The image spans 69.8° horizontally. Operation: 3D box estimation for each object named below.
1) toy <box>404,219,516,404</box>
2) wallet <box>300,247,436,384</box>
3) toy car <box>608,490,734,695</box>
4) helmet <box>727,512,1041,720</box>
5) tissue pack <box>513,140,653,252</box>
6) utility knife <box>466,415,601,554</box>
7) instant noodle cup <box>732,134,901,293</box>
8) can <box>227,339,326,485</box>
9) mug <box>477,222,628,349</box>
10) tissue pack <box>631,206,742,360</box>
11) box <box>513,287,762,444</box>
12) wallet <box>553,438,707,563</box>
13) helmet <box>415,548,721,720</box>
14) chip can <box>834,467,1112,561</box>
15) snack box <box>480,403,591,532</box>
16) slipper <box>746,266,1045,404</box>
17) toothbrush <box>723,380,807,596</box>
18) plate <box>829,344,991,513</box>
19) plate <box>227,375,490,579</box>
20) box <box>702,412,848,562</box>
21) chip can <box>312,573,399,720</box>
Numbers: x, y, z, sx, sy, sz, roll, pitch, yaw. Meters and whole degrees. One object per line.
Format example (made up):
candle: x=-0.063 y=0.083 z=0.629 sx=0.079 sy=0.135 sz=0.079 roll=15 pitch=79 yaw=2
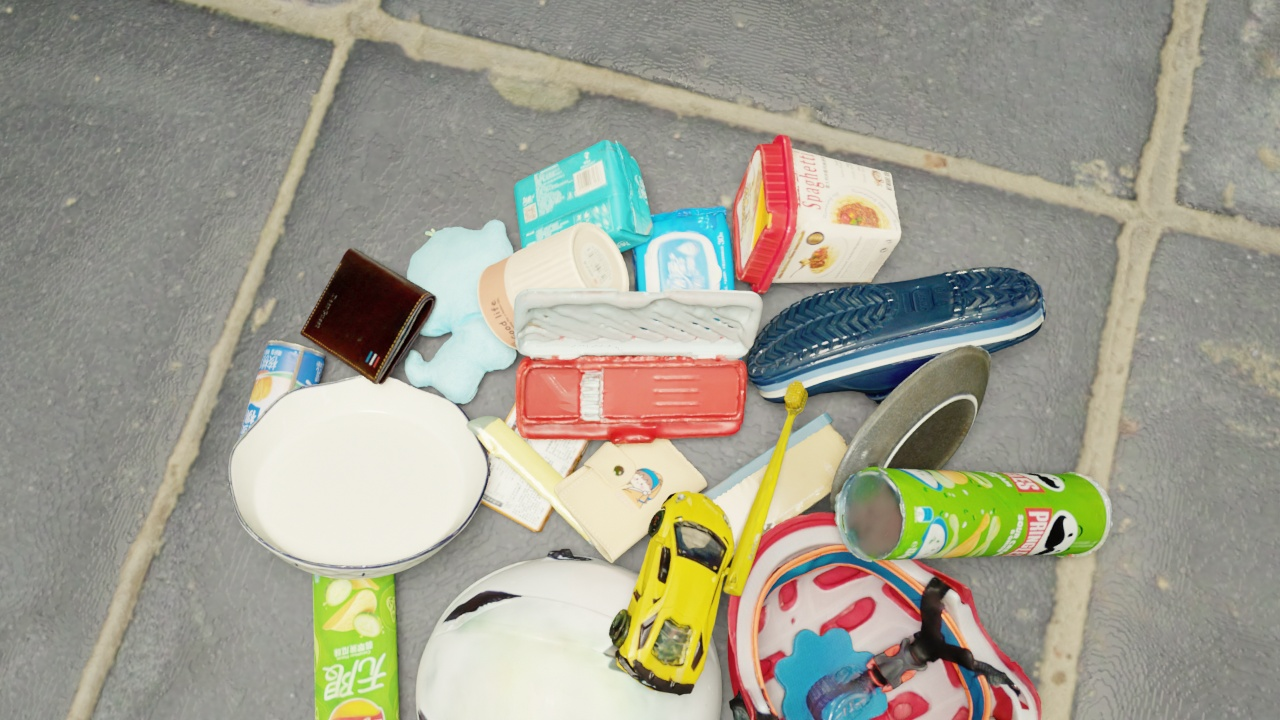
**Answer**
toy: x=-0.169 y=-0.053 z=0.849 sx=0.161 sy=0.050 sz=0.156 roll=-42 pitch=80 yaw=2
wallet: x=-0.252 y=-0.042 z=0.843 sx=0.122 sy=0.020 sz=0.096 roll=28 pitch=84 yaw=31
toy car: x=0.029 y=0.168 z=0.683 sx=0.071 sy=0.041 sz=0.155 roll=29 pitch=60 yaw=-16
helmet: x=0.162 y=0.250 z=0.719 sx=0.206 sy=0.144 sz=0.240 roll=-25 pitch=65 yaw=-21
tissue pack: x=-0.057 y=-0.135 z=0.843 sx=0.134 sy=0.050 sz=0.093 roll=-17 pitch=75 yaw=31
utility knife: x=-0.083 y=0.105 z=0.795 sx=0.167 sy=0.018 sz=0.030 roll=42 pitch=64 yaw=8
instant noodle cup: x=0.156 y=-0.125 z=0.818 sx=0.124 sy=0.117 sz=0.116 roll=4 pitch=60 yaw=-9
can: x=-0.329 y=0.053 z=0.830 sx=0.053 sy=0.053 sz=0.134 roll=11 pitch=78 yaw=5
mug: x=-0.065 y=-0.056 z=0.802 sx=0.106 sy=0.114 sz=0.081 roll=-21 pitch=48 yaw=32
tissue pack: x=0.041 y=-0.066 z=0.841 sx=0.095 sy=0.052 sz=0.157 roll=-5 pitch=77 yaw=2
box: x=-0.005 y=0.001 z=0.773 sx=0.201 sy=0.161 sz=0.058 roll=0 pitch=34 yaw=-7
wallet: x=-0.010 y=0.109 z=0.800 sx=0.115 sy=0.024 sz=0.087 roll=-35 pitch=70 yaw=-26
helmet: x=-0.065 y=0.266 z=0.723 sx=0.259 sy=0.146 sz=0.228 roll=13 pitch=78 yaw=5
chip can: x=0.266 y=0.122 z=0.723 sx=0.235 sy=0.072 sz=0.072 roll=5 pitch=75 yaw=-28
snack box: x=-0.087 y=0.071 z=0.829 sx=0.075 sy=0.026 sz=0.153 roll=27 pitch=80 yaw=8
slipper: x=0.221 y=-0.013 z=0.805 sx=0.253 sy=0.105 sz=0.095 roll=-15 pitch=118 yaw=12
toothbrush: x=0.099 y=0.095 z=0.719 sx=0.016 sy=0.017 sz=0.189 roll=7 pitch=56 yaw=27
plate: x=0.226 y=0.066 z=0.743 sx=0.179 sy=0.179 sz=0.024 roll=-39 pitch=55 yaw=-6
plate: x=-0.233 y=0.099 z=0.772 sx=0.205 sy=0.046 sz=0.204 roll=9 pitch=43 yaw=-9
box: x=0.107 y=0.115 z=0.780 sx=0.184 sy=0.090 sz=0.062 roll=-35 pitch=77 yaw=-8
chip can: x=-0.240 y=0.243 z=0.774 sx=0.072 sy=0.072 sz=0.221 roll=-6 pitch=77 yaw=1
